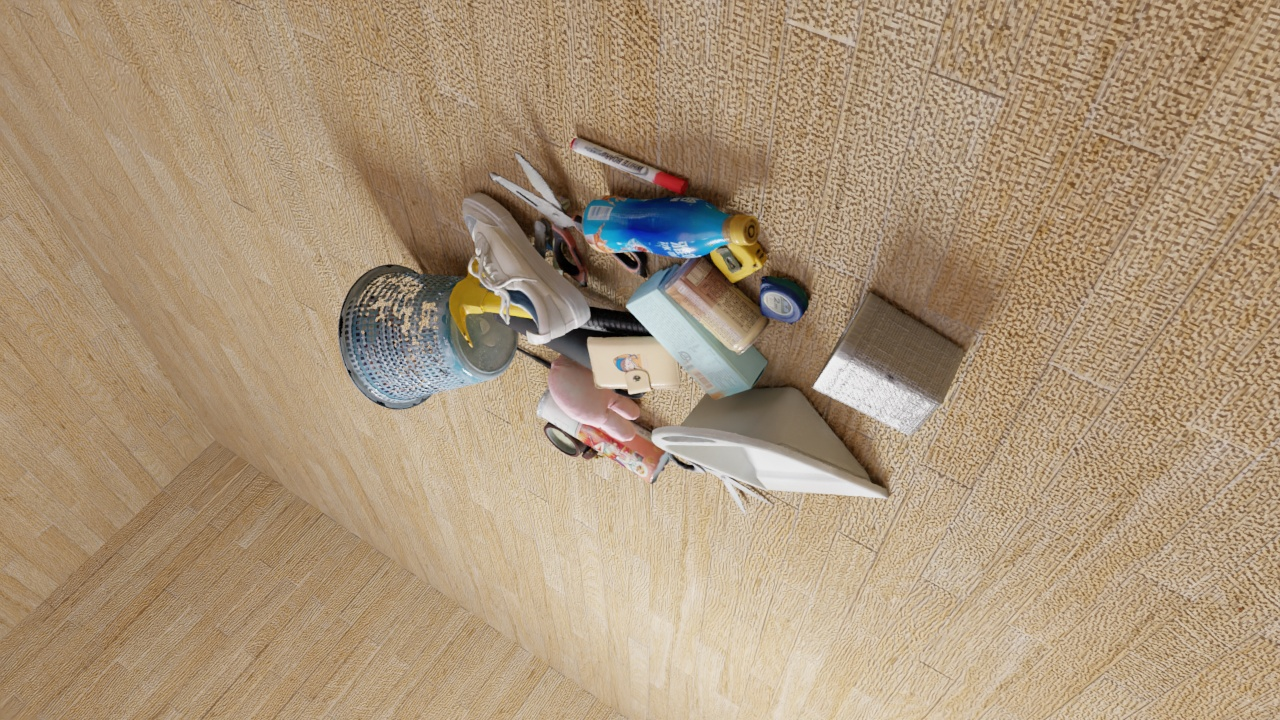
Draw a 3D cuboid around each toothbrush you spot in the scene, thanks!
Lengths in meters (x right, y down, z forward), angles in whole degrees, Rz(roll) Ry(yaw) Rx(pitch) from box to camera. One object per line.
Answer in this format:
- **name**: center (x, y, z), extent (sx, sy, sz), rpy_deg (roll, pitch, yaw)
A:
- **toothbrush**: center (-0.107, -0.145, 1.188), extent (0.029, 0.020, 0.190), rpy_deg (3, 148, -3)
- **toothbrush**: center (-0.158, 0.004, 1.451), extent (0.181, 0.018, 0.016), rpy_deg (26, 143, 19)

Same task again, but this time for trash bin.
- **trash bin**: center (-0.300, -0.041, 1.377), extent (0.195, 0.225, 0.227), rpy_deg (-3, 132, 33)

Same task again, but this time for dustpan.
- **dustpan**: center (0.143, 0.132, 1.172), extent (0.223, 0.142, 0.258), rpy_deg (-5, 128, 51)

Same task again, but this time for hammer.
- **hammer**: center (-0.117, -0.064, 1.218), extent (0.301, 0.128, 0.033), rpy_deg (9, 152, 17)

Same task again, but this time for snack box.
- **snack box**: center (0.069, -0.032, 1.115), extent (0.175, 0.051, 0.074), rpy_deg (46, 148, -14)

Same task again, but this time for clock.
- **clock**: center (-0.104, 0.121, 1.509), extent (0.122, 0.055, 0.082), rpy_deg (29, 149, 22)

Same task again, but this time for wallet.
- **wallet**: center (-0.007, 0.007, 1.182), extent (0.115, 0.024, 0.087), rpy_deg (-1, 126, 10)

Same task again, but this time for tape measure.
- **tape measure**: center (0.102, -0.113, 0.991), extent (0.057, 0.028, 0.060), rpy_deg (46, 149, -12)
- **tape measure**: center (0.156, -0.066, 0.999), extent (0.054, 0.025, 0.058), rpy_deg (21, 150, 24)

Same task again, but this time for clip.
- **clip**: center (-0.127, -0.159, 1.189), extent (0.027, 0.043, 0.058), rpy_deg (34, 142, 20)

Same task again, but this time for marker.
- **marker**: center (-0.014, -0.212, 0.995), extent (0.145, 0.017, 0.017), rpy_deg (26, 148, 21)

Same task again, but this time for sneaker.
- **sneaker**: center (-0.172, -0.114, 1.181), extent (0.242, 0.090, 0.090), rpy_deg (47, 159, 21)

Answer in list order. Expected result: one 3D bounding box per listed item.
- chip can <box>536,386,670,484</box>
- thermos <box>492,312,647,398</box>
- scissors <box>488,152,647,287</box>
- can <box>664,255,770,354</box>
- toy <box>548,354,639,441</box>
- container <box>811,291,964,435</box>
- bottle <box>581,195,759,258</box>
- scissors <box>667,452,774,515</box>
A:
- **chip can**: center (-0.054, 0.108, 1.424), extent (0.215, 0.071, 0.071), rpy_deg (29, 149, 15)
- **thermos**: center (-0.091, -0.024, 1.276), extent (0.242, 0.068, 0.090), rpy_deg (29, 128, 18)
- **scissors**: center (-0.085, -0.161, 1.111), extent (0.189, 0.015, 0.227), rpy_deg (14, 148, 21)
- **can**: center (0.087, -0.065, 1.043), extent (0.116, 0.058, 0.059), rpy_deg (42, 150, -5)
- **toy**: center (-0.068, 0.053, 1.332), extent (0.159, 0.121, 0.054), rpy_deg (39, 124, -17)
- **container**: center (0.253, 0.007, 0.933), extent (0.114, 0.090, 0.090), rpy_deg (30, 150, 8)
- **bottle**: center (0.032, -0.144, 0.986), extent (0.219, 0.065, 0.065), rpy_deg (10, 139, 42)
- **scissors**: center (0.118, 0.170, 1.362), extent (0.159, 0.014, 0.181), rpy_deg (11, 137, 25)
